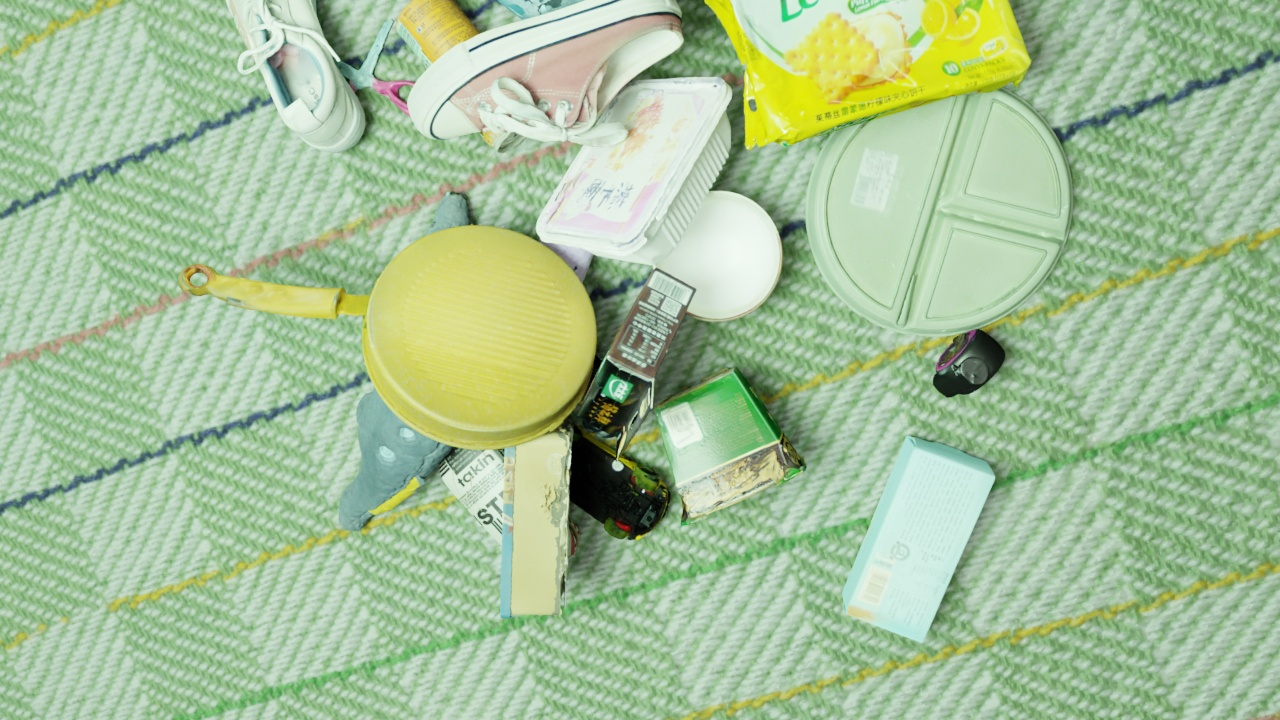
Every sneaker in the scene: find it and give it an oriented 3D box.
[{"bbox_3d":[-0.332,-0.304,0.825,0.089,0.090,0.242,-25,86,10],"label":"sneaker"},{"bbox_3d":[-0.075,-0.216,0.735,0.241,0.118,0.088,-16,81,16],"label":"sneaker"}]

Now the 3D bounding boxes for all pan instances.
[{"bbox_3d":[-0.212,-0.037,0.778,0.357,0.078,0.197,16,63,-9],"label":"pan"}]

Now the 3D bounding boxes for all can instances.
[{"bbox_3d":[-0.154,-0.261,0.829,0.058,0.058,0.146,-38,92,11],"label":"can"}]

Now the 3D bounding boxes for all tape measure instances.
[{"bbox_3d":[0.287,0.000,0.805,0.039,0.057,0.057,42,68,0],"label":"tape measure"}]

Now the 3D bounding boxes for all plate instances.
[{"bbox_3d":[0.261,-0.134,0.805,0.230,0.027,0.230,1,98,8],"label":"plate"}]

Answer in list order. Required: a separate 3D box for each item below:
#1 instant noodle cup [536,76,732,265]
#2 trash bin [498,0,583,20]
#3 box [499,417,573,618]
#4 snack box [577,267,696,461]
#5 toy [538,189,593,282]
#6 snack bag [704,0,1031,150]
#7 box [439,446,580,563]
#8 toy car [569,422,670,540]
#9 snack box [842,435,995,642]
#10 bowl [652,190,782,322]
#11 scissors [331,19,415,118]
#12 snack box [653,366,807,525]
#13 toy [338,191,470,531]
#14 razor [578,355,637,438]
[{"bbox_3d":[0.005,-0.155,0.781,0.138,0.060,0.173,17,74,45],"label":"instant noodle cup"},{"bbox_3d":[-0.034,-0.371,0.711,0.226,0.225,0.196,50,138,-1],"label":"trash bin"},{"bbox_3d":[-0.093,0.144,0.822,0.062,0.090,0.184,4,95,-4],"label":"box"},{"bbox_3d":[-0.005,0.005,0.780,0.053,0.113,0.125,28,57,-1],"label":"snack box"},{"bbox_3d":[-0.068,-0.115,0.848,0.084,0.039,0.108,27,102,7],"label":"toy"},{"bbox_3d":[0.182,-0.266,0.742,0.246,0.068,0.158,-16,84,-7],"label":"snack bag"},{"bbox_3d":[-0.127,0.140,0.886,0.164,0.060,0.072,44,81,1],"label":"box"},{"bbox_3d":[-0.045,0.109,0.876,0.156,0.041,0.071,31,101,6],"label":"toy car"},{"bbox_3d":[0.250,0.162,0.837,0.074,0.051,0.175,20,101,3],"label":"snack box"},{"bbox_3d":[0.069,-0.093,0.820,0.113,0.062,0.113,1,97,7],"label":"bowl"},{"bbox_3d":[-0.262,-0.260,0.867,0.133,0.017,0.133,31,98,6],"label":"scissors"},{"bbox_3d":[0.070,0.069,0.819,0.118,0.117,0.105,-26,89,8],"label":"snack box"},{"bbox_3d":[-0.210,0.019,0.860,0.138,0.091,0.356,28,103,48],"label":"toy"},{"bbox_3d":[-0.067,0.002,0.863,0.167,0.062,0.068,50,133,4],"label":"razor"}]
